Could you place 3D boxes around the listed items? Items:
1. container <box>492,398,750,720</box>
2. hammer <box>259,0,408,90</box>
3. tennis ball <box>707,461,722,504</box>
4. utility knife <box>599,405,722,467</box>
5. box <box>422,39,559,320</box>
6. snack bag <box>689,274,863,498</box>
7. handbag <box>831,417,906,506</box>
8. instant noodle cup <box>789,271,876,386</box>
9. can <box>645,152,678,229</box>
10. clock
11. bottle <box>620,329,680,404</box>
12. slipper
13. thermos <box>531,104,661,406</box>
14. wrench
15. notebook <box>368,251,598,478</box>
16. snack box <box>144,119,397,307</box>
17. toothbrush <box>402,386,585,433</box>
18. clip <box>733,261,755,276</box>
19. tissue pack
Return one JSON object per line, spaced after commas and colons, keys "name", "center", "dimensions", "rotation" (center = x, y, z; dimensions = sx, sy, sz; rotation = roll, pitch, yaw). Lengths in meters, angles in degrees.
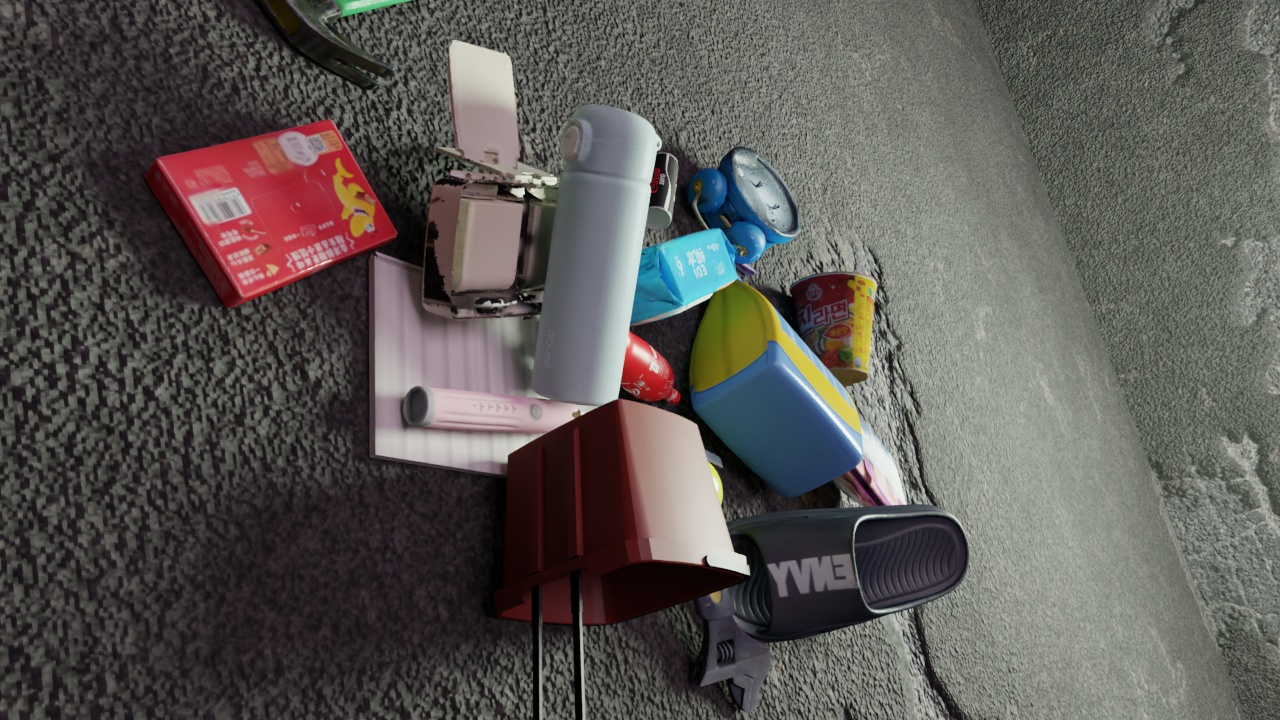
{"name": "container", "center": [-0.016, 0.141, 0.586], "dimensions": [0.127, 0.148, 0.200], "rotation": [21, 51, -44]}
{"name": "hammer", "center": [-0.176, -0.306, 0.738], "dimensions": [0.130, 0.032, 0.317], "rotation": [57, 36, -11]}
{"name": "tennis ball", "center": [0.034, 0.107, 0.741], "dimensions": [0.065, 0.065, 0.065], "rotation": [29, 50, -40]}
{"name": "utility knife", "center": [0.024, 0.064, 0.795], "dimensions": [0.158, 0.015, 0.022], "rotation": [28, 51, -38]}
{"name": "box", "center": [-0.113, -0.119, 0.667], "dimensions": [0.144, 0.101, 0.186], "rotation": [-7, 94, -56]}
{"name": "snack bag", "center": [0.129, 0.007, 0.904], "dimensions": [0.159, 0.102, 0.204], "rotation": [44, 28, -27]}
{"name": "handbag", "center": [0.239, 0.139, 0.927], "dimensions": [0.144, 0.068, 0.169], "rotation": [47, 13, -25]}
{"name": "instant noodle cup", "center": [0.223, -0.033, 1.048], "dimensions": [0.100, 0.101, 0.112], "rotation": [21, 63, -45]}
{"name": "can", "center": [0.019, -0.168, 0.908], "dimensions": [0.031, 0.032, 0.080], "rotation": [38, 44, -34]}
{"name": "clock", "center": [0.109, -0.165, 0.989], "dimensions": [0.117, 0.060, 0.161], "rotation": [58, 37, 2]}
{"name": "bottle", "center": [-0.004, 0.005, 0.763], "dimensions": [0.141, 0.042, 0.041], "rotation": [40, 41, -50]}
{"name": "slipper", "center": [0.180, 0.182, 0.783], "dimensions": [0.267, 0.083, 0.110], "rotation": [-4, 87, -18]}
{"name": "thermos", "center": [-0.033, -0.074, 0.657], "dimensions": [0.077, 0.065, 0.207], "rotation": [0, 103, -43]}
{"name": "wrench", "center": [0.050, 0.164, 0.708], "dimensions": [0.073, 0.022, 0.273], "rotation": [-27, 111, -29]}
{"name": "notebook", "center": [-0.104, 0.015, 0.665], "dimensions": [0.209, 0.009, 0.142], "rotation": [18, 58, -46]}
{"name": "snack box", "center": [-0.221, -0.095, 0.566], "dimensions": [0.089, 0.021, 0.132], "rotation": [61, 36, -8]}
{"name": "toothbrush", "center": [-0.072, 0.039, 0.661], "dimensions": [0.222, 0.027, 0.027], "rotation": [8, 79, -50]}
{"name": "clip", "center": [0.108, -0.110, 1.008], "dimensions": [0.052, 0.013, 0.036], "rotation": [23, 52, -41]}
{"name": "tissue pack", "center": [0.016, -0.069, 0.798], "dimensions": [0.144, 0.093, 0.061], "rotation": [-25, 98, -54]}
